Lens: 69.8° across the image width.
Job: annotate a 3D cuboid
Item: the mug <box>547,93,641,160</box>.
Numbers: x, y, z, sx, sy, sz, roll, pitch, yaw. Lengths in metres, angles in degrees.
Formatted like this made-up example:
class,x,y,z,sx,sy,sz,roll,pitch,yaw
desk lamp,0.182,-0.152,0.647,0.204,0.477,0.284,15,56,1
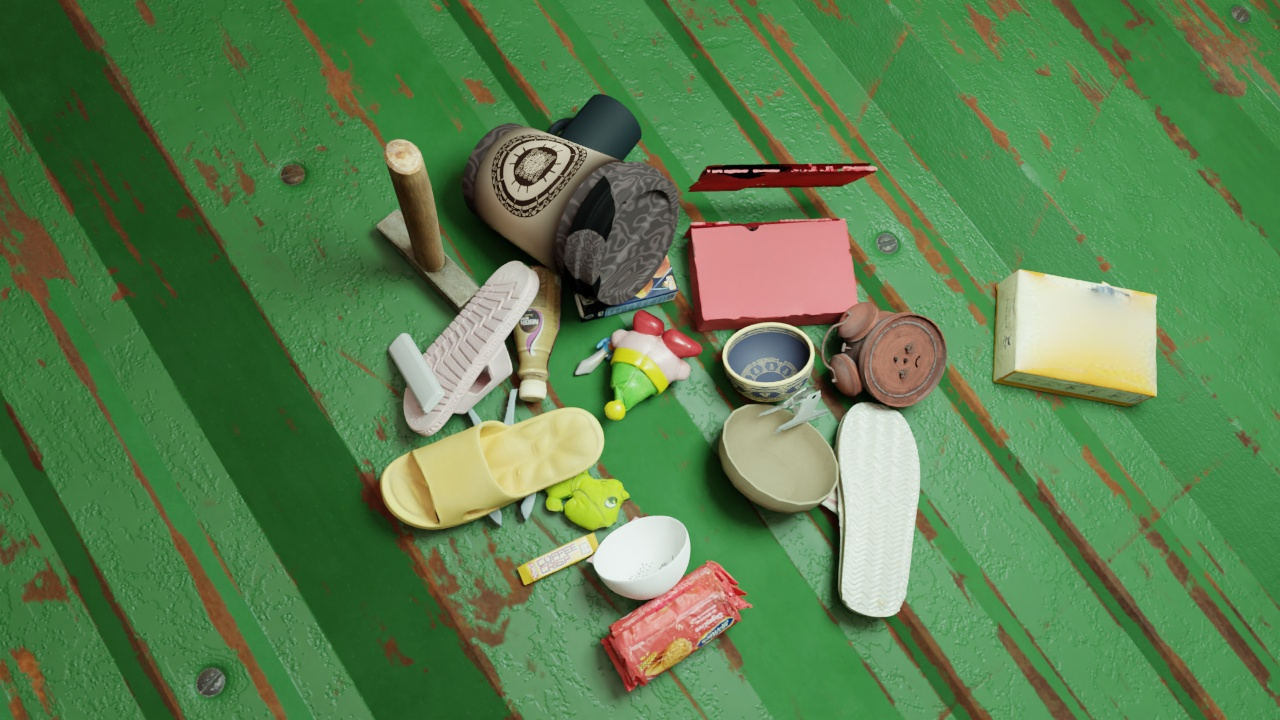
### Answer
class,x,y,z,sx,sy,sz,roll,pitch,yaw
mug,-0.073,-0.293,1.218,0.122,0.085,0.094,26,70,31

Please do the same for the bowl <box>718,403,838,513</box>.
class,x,y,z,sx,sy,sz,roll,pitch,yaw
bowl,0.160,0.126,1.114,0.152,0.051,0.152,14,42,-13

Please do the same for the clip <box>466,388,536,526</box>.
class,x,y,z,sx,sy,sz,roll,pitch,yaw
clip,-0.152,0.114,1.111,0.112,0.028,0.163,-13,77,-11

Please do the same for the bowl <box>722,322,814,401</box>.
class,x,y,z,sx,sy,sz,roll,pitch,yaw
bowl,0.162,0.012,1.154,0.112,0.061,0.112,-6,43,6

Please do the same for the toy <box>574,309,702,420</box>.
class,x,y,z,sx,sy,sz,roll,pitch,yaw
toy,-0.007,0.007,1.131,0.124,0.096,0.131,33,96,6

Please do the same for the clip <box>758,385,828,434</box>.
class,x,y,z,sx,sy,sz,roll,pitch,yaw
clip,0.194,0.052,1.133,0.101,0.056,0.056,-16,114,-38

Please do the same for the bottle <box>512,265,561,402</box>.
class,x,y,z,sx,sy,sz,roll,pitch,yaw
bottle,-0.130,-0.032,1.139,0.059,0.060,0.166,2,74,-6

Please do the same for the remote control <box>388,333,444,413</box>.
class,x,y,z,sx,sy,sz,roll,pitch,yaw
remote control,-0.269,0.013,1.093,0.033,0.012,0.131,-47,48,6

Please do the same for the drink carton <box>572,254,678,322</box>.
class,x,y,z,sx,sy,sz,roll,pitch,yaw
drink carton,-0.023,-0.097,1.181,0.130,0.040,0.064,-15,76,-11

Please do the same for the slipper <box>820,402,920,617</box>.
class,x,y,z,sx,sy,sz,roll,pitch,yaw
slipper,0.280,0.182,1.131,0.115,0.052,0.262,7,69,-3

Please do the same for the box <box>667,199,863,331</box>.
class,x,y,z,sx,sy,sz,roll,pitch,yaw
box,0.151,-0.116,1.306,0.217,0.352,0.197,-3,78,-9

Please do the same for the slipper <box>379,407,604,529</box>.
class,x,y,z,sx,sy,sz,roll,pitch,yaw
slipper,-0.166,0.120,1.053,0.263,0.078,0.099,-18,80,-12

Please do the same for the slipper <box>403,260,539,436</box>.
class,x,y,z,sx,sy,sz,roll,pitch,yaw
slipper,-0.196,-0.010,1.110,0.094,0.064,0.239,30,82,43

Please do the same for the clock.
class,x,y,z,sx,sy,sz,roll,pitch,yaw
clock,0.302,-0.009,1.155,0.157,0.072,0.120,7,100,-19

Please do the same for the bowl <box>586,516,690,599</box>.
class,x,y,z,sx,sy,sz,roll,pitch,yaw
bowl,0.008,0.236,1.062,0.114,0.115,0.050,-28,114,-14

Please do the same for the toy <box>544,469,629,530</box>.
class,x,y,z,sx,sy,sz,roll,pitch,yaw
toy,-0.066,0.163,1.103,0.094,0.036,0.093,-28,76,-8

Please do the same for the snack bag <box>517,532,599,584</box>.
class,x,y,z,sx,sy,sz,roll,pitch,yaw
snack bag,-0.096,0.234,1.085,0.099,0.020,0.026,-22,76,-13

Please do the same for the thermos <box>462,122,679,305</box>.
class,x,y,z,sx,sy,sz,roll,pitch,yaw
thermos,-0.091,-0.188,1.114,0.226,0.173,0.172,31,71,26

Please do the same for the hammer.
class,x,y,z,sx,sy,sz,roll,pitch,yaw
hammer,-0.252,-0.162,1.034,0.158,0.301,0.037,45,73,7

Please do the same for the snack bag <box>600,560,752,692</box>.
class,x,y,z,sx,sy,sz,roll,pitch,yaw
snack bag,0.041,0.299,1.053,0.176,0.082,0.082,-30,79,-15

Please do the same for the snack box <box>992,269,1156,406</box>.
class,x,y,z,sx,sy,sz,roll,pitch,yaw
snack box,0.579,-0.032,1.214,0.195,0.081,0.145,10,73,-4
